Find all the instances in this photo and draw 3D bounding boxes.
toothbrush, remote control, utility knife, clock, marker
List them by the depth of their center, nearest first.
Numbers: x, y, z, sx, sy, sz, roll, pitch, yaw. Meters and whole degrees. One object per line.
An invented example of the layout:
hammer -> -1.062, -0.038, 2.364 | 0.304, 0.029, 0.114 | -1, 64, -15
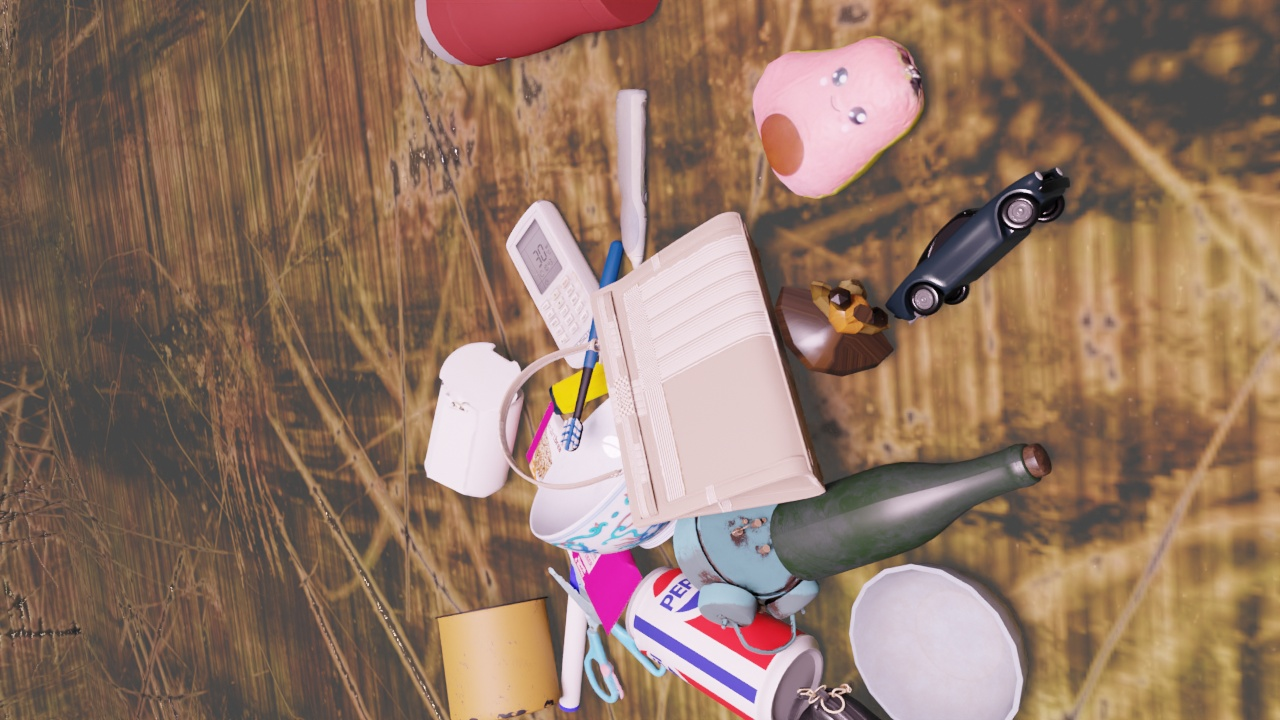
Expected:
clock -> 0.070, 0.132, 0.610 | 0.053, 0.090, 0.124 | -46, 50, 53
toothbrush -> -0.004, -0.107, 0.689 | 0.022, 0.024, 0.185 | -124, 32, -80
toothbrush -> -0.036, -0.013, 0.702 | 0.014, 0.014, 0.167 | 11, 82, 11
utility knife -> -0.004, 0.004, 0.712 | 0.224, 0.019, 0.030 | -25, 91, 48
remote control -> -0.065, -0.063, 0.755 | 0.060, 0.025, 0.138 | -45, 66, 40
marker -> -0.057, 0.244, 0.809 | 0.020, 0.020, 0.142 | 20, 111, 41

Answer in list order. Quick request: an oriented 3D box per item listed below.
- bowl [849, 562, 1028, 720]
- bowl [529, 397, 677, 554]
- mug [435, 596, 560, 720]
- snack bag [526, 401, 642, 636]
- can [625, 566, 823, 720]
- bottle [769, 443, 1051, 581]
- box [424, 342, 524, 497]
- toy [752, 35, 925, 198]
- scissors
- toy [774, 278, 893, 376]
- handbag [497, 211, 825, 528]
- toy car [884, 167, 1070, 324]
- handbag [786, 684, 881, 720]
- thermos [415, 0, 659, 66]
bowl -> 0.180, 0.167, 0.541 | 0.106, 0.039, 0.106 | 10, 104, 44
bowl -> -0.006, 0.090, 0.674 | 0.074, 0.143, 0.144 | 41, 137, -18
mug -> -0.124, 0.268, 0.825 | 0.100, 0.124, 0.094 | -11, 77, 2
snack bag -> -0.052, 0.124, 0.757 | 0.070, 0.016, 0.196 | -62, 41, 31
can -> 0.057, 0.201, 0.649 | 0.132, 0.070, 0.070 | 20, 111, 42
bottle -> 0.156, 0.084, 0.540 | 0.175, 0.055, 0.055 | -31, 75, 42
box -> -0.147, 0.051, 0.818 | 0.080, 0.089, 0.143 | 24, 113, 19
toy -> 0.116, -0.148, 0.539 | 0.110, 0.051, 0.090 | -24, 82, 44
scissors -> -0.026, 0.222, 0.764 | 0.111, 0.015, 0.141 | -13, 101, 38
toy -> 0.117, -0.023, 0.538 | 0.076, 0.100, 0.062 | 30, 81, 0
handbag -> -0.003, 0.023, 0.590 | 0.198, 0.062, 0.175 | -18, 65, 14
toy car -> 0.179, -0.062, 0.496 | 0.034, 0.046, 0.112 | 55, 133, 17
handbag -> 0.144, 0.248, 0.558 | 0.128, 0.054, 0.079 | 37, 157, 27
thermos -> -0.087, -0.285, 0.687 | 0.199, 0.083, 0.108 | 6, 137, 42
